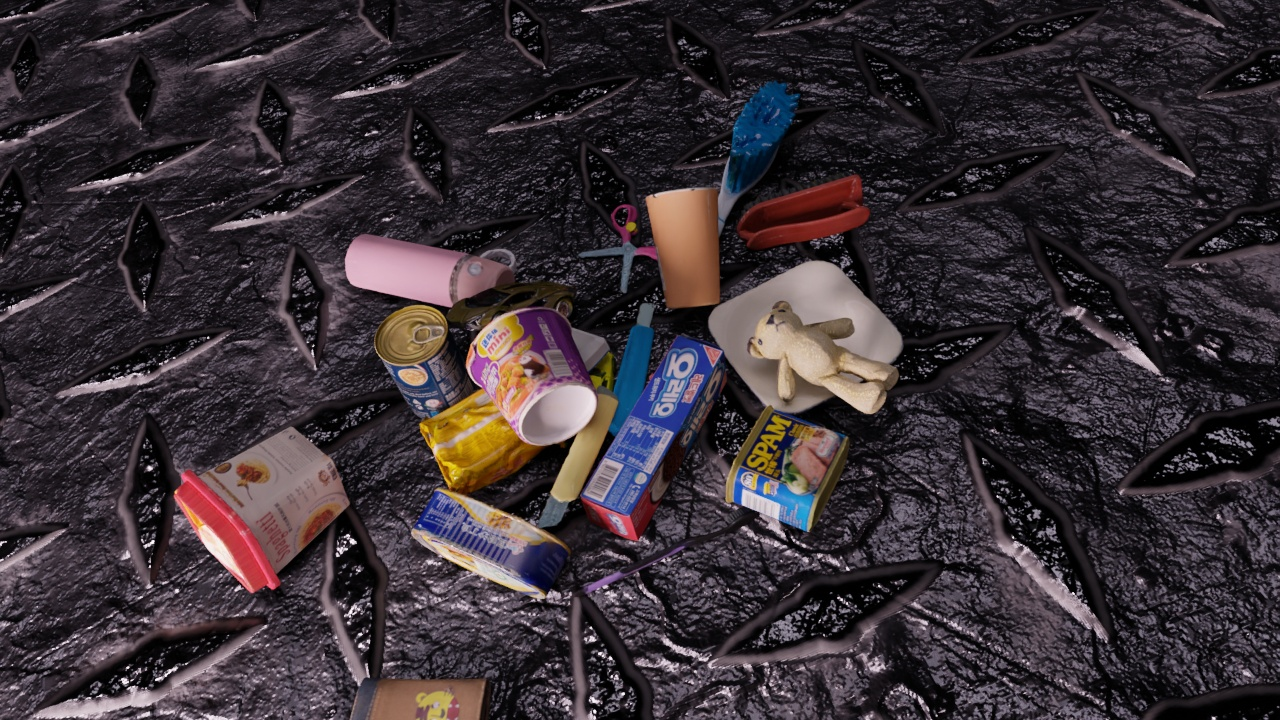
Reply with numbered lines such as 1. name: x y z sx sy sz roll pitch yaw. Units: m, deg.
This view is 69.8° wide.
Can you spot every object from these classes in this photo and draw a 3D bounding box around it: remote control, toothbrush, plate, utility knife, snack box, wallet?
1. remote control: -0.089 -0.018 0.988 0.125 0.024 0.049 18 56 45
2. toothbrush: 0.024 0.176 0.849 0.189 0.014 0.016 -23 46 -6
3. plate: 0.169 -0.021 0.953 0.164 0.034 0.163 -27 54 -9
4. utility knife: -0.006 0.006 0.974 0.034 0.018 0.181 27 52 -18
5. snack box: 0.018 0.071 0.900 0.057 0.058 0.207 19 60 23
6. wallet: -0.188 0.315 0.778 0.115 0.033 0.090 -2 53 5
7. utility knife: -0.057 0.088 0.873 0.031 0.019 0.182 12 40 12

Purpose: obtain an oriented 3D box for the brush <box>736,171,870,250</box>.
1. brush: 0.181 -0.162 1.036 0.146 0.063 0.069 -15 39 1

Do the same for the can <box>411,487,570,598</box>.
1. can: -0.139 0.169 0.849 0.148 0.075 0.049 18 63 20

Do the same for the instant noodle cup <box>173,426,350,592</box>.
1. instant noodle cup: -0.364 0.140 0.898 0.117 0.116 0.124 30 52 28

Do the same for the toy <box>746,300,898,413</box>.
1. toy: 0.173 -0.002 0.876 0.157 0.066 0.105 33 83 37

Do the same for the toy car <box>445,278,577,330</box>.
1. toy car: -0.138 -0.060 0.995 0.070 0.042 0.157 15 24 42

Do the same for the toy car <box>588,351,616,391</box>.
1. toy car: -0.054 0.025 0.964 0.048 0.032 0.105 -2 52 10

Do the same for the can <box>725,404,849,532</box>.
1. can: 0.138 0.100 0.850 0.083 0.057 0.101 20 50 21

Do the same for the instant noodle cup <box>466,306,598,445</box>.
1. instant noodle cup: -0.097 0.021 0.881 0.111 0.112 0.099 -27 54 -9

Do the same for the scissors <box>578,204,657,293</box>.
1. scissors: -0.008 -0.134 1.083 0.134 0.017 0.133 0 59 10

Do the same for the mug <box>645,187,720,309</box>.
1. mug: 0.050 -0.119 0.984 0.078 0.078 0.123 -5 94 7

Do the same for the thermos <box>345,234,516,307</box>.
1. thermos: -0.241 -0.108 1.076 0.199 0.067 0.087 11 57 20

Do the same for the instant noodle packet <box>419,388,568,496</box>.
1. instant noodle packet: -0.150 0.075 0.939 0.128 0.044 0.110 -28 52 -13

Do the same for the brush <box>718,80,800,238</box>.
1. brush: 0.107 -0.202 1.072 0.060 0.110 0.313 25 53 8

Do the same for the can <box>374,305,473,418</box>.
1. can: -0.224 0.006 0.962 0.075 0.111 0.075 -4 54 5
